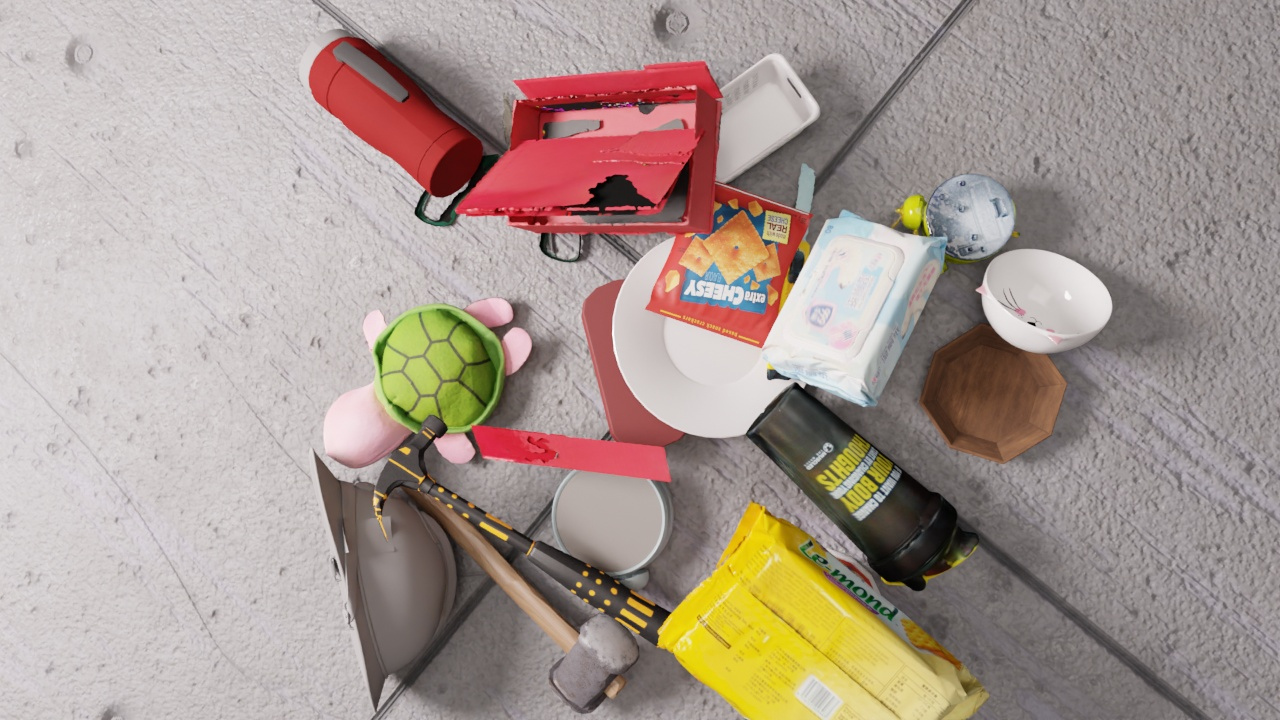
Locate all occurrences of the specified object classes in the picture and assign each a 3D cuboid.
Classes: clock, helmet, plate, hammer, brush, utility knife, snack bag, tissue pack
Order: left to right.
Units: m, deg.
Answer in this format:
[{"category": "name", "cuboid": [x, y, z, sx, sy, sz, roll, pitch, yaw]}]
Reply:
[{"category": "helmet", "cuboid": [-0.249, 0.206, 0.925, 0.117, 0.183, 0.271, -13, 99, -22]}, {"category": "hammer", "cuboid": [-0.139, 0.220, 0.942, 0.328, 0.052, 0.098, 42, 125, 15]}, {"category": "hammer", "cuboid": [-0.106, 0.183, 0.879, 0.320, 0.036, 0.123, 33, 64, -4]}, {"category": "clock", "cuboid": [-0.031, 0.170, 0.934, 0.122, 0.045, 0.159, 11, 89, 11]}, {"category": "brush", "cuboid": [-0.006, 0.005, 0.930, 0.082, 0.042, 0.173, -14, 85, -9]}, {"category": "plate", "cuboid": [0.075, -0.027, 0.915, 0.208, 0.015, 0.208, 1, 83, -10]}, {"category": "snack bag", "cuboid": [0.088, -0.096, 0.896, 0.131, 0.039, 0.144, 18, 83, -4]}, {"category": "utility knife", "cuboid": [0.152, -0.089, 0.919, 0.030, 0.019, 0.224, 11, 80, -17]}, {"category": "snack bag", "cuboid": [0.143, 0.253, 0.765, 0.247, 0.068, 0.160, 39, 95, 9]}, {"category": "tissue pack", "cuboid": [0.200, -0.054, 0.858, 0.112, 0.070, 0.181, 21, 80, 36]}, {"category": "clock", "cuboid": [0.300, -0.130, 0.884, 0.119, 0.057, 0.083, -17, 86, 8]}, {"category": "plate", "cuboid": [0.338, 0.032, 0.887, 0.131, 0.025, 0.131, 0, 88, 10]}]

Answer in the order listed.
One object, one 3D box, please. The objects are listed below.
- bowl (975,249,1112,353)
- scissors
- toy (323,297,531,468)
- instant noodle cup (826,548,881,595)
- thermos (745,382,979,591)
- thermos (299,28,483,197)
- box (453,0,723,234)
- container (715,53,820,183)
[{"category": "bowl", "cuboid": [0.371, -0.048, 0.857, 0.114, 0.051, 0.114, 3, 48, -3]}, {"category": "scissors", "cuboid": [-0.130, -0.177, 0.980, 0.202, 0.015, 0.204, -41, 81, 8]}, {"category": "toy", "cuboid": [-0.225, 0.022, 0.953, 0.238, 0.087, 0.190, -33, 90, 0]}, {"category": "instant noodle cup", "cuboid": [0.169, 0.248, 0.858, 0.123, 0.121, 0.123, 0, 88, 9]}, {"category": "thermos", "cuboid": [0.202, 0.120, 0.865, 0.221, 0.098, 0.098, 42, 94, 2]}, {"category": "thermos", "cuboid": [-0.263, -0.265, 0.954, 0.198, 0.108, 0.083, 40, 74, 12]}, {"category": "box", "cuboid": [-0.058, -0.337, 0.814, 0.215, 0.170, 0.479, 5, 129, 27]}, {"category": "container", "cuboid": [0.108, -0.236, 0.924, 0.129, 0.049, 0.080, -34, 83, 7]}]
